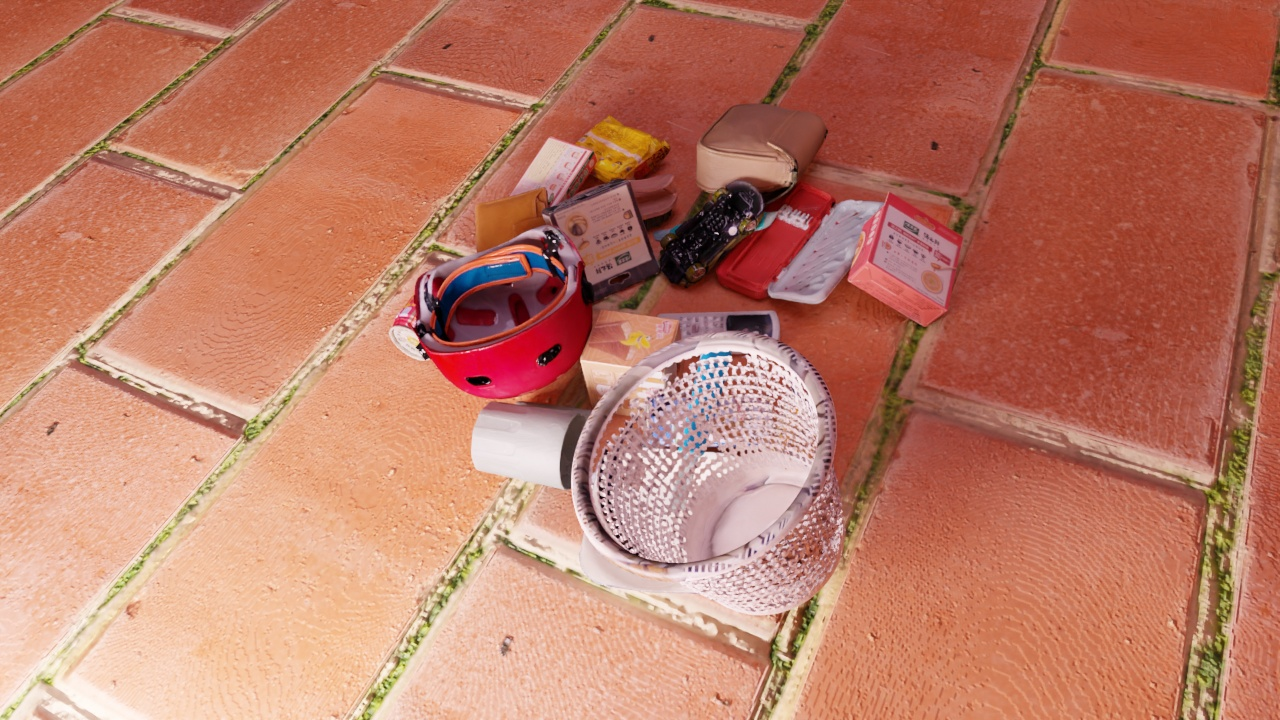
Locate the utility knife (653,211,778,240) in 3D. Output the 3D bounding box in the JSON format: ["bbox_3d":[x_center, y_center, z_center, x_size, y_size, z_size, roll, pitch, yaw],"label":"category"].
[{"bbox_3d":[0.094,-0.172,1.187,0.178,0.013,0.029,-2,59,30],"label":"utility knife"}]

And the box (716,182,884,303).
[{"bbox_3d":[0.206,-0.148,1.159,0.161,0.050,0.200,21,56,32],"label":"box"}]

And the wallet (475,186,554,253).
[{"bbox_3d":[-0.160,-0.161,1.205,0.119,0.035,0.130,-15,62,16],"label":"wallet"}]

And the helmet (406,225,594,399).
[{"bbox_3d":[-0.142,-0.032,1.037,0.207,0.144,0.239,-21,35,2],"label":"helmet"}]

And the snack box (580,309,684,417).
[{"bbox_3d":[-0.006,0.006,1.032,0.094,0.093,0.076,8,52,14],"label":"snack box"}]

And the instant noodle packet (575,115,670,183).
[{"bbox_3d":[-0.038,-0.298,1.317,0.110,0.044,0.128,-41,55,-21],"label":"instant noodle packet"}]

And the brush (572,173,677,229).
[{"bbox_3d":[-0.020,-0.206,1.221,0.145,0.073,0.063,-16,50,-8],"label":"brush"}]

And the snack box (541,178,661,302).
[{"bbox_3d":[-0.049,-0.152,1.168,0.113,0.126,0.053,-25,23,-13],"label":"snack box"}]

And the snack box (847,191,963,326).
[{"bbox_3d":[0.317,-0.121,1.094,0.113,0.044,0.126,30,55,-7],"label":"snack box"}]

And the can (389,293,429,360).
[{"bbox_3d":[-0.259,-0.053,1.133,0.066,0.067,0.093,16,55,19],"label":"can"}]

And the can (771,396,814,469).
[{"bbox_3d":[0.161,0.108,0.949,0.058,0.058,0.145,9,53,15],"label":"can"}]

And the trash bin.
[{"bbox_3d":[0.082,0.118,0.799,0.228,0.192,0.227,-16,49,19],"label":"trash bin"}]

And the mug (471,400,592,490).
[{"bbox_3d":[-0.112,0.082,1.004,0.103,0.084,0.123,8,26,15],"label":"mug"}]

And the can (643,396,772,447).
[{"bbox_3d":[0.072,0.067,0.986,0.134,0.053,0.053,2,51,-4],"label":"can"}]

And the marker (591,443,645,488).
[{"bbox_3d":[-0.003,0.099,1.006,0.145,0.017,0.017,-34,54,-18],"label":"marker"}]

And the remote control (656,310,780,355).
[{"bbox_3d":[0.091,-0.033,1.098,0.150,0.021,0.058,-2,51,7],"label":"remote control"}]

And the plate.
[{"bbox_3d":[0.027,0.166,0.935,0.164,0.034,0.163,3,51,10],"label":"plate"}]

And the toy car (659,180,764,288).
[{"bbox_3d":[0.090,-0.158,1.151,0.158,0.042,0.070,-41,64,11],"label":"toy car"}]

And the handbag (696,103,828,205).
[{"bbox_3d":[0.159,-0.276,1.229,0.148,0.100,0.203,11,37,21],"label":"handbag"}]

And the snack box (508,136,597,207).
[{"bbox_3d":[-0.132,-0.234,1.265,0.077,0.027,0.155,23,72,24],"label":"snack box"}]

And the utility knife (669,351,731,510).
[{"bbox_3d":[0.059,0.064,0.941,0.034,0.018,0.207,26,56,-12],"label":"utility knife"}]
